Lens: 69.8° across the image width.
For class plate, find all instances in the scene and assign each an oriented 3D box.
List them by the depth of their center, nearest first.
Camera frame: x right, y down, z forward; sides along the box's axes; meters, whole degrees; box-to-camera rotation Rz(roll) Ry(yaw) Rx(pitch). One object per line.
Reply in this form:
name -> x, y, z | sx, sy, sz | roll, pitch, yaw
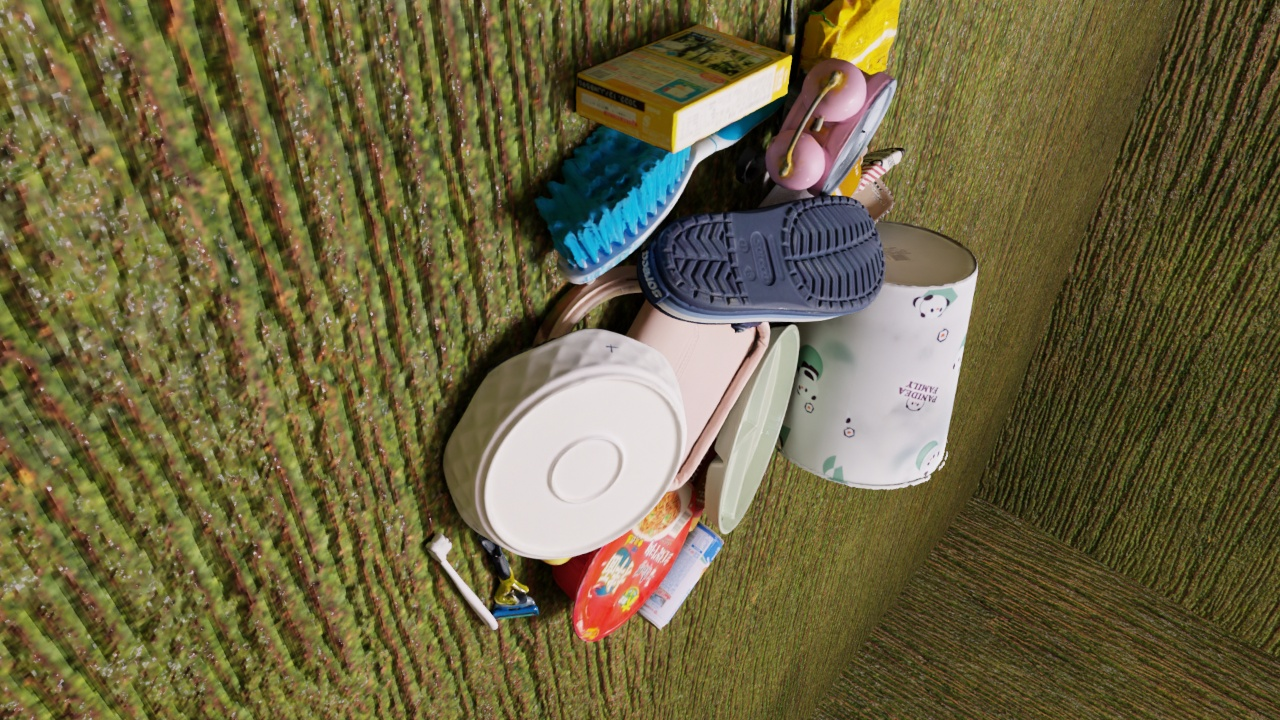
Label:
plate -> -0.050, 0.075, 0.722 | 0.204, 0.045, 0.205 | -16, 127, -22
plate -> 0.117, 0.070, 0.963 | 0.231, 0.027, 0.229 | 90, 26, -45

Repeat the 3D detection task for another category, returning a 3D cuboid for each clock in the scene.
clock -> 0.158, -0.199, 0.781 | 0.117, 0.060, 0.158 | -61, 168, 25

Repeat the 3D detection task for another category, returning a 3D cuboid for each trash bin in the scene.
trash bin -> 0.275, -0.017, 1.089 | 0.228, 0.230, 0.252 | -30, 134, -43

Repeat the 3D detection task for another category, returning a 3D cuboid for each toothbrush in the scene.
toothbrush -> -0.149, 0.195, 0.790 | 0.016, 0.016, 0.180 | -53, 151, -26
toothbrush -> 0.131, -0.275, 0.807 | 0.017, 0.012, 0.186 | -53, 154, -35

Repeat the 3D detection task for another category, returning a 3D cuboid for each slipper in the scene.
slipper -> 0.100, -0.073, 0.765 | 0.252, 0.095, 0.105 | -11, 83, -35

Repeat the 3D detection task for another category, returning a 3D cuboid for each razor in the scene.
razor -> -0.124, 0.188, 0.820 | 0.042, 0.022, 0.143 | -9, 136, 0

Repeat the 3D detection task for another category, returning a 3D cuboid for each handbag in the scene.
handbag -> -0.005, 0.005, 0.794 | 0.234, 0.093, 0.193 | 20, 99, -54

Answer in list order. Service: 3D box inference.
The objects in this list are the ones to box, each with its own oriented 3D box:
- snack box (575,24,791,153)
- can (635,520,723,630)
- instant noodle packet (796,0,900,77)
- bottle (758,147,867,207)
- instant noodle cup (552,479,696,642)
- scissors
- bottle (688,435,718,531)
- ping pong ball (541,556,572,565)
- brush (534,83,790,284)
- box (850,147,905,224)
snack box -> 0.032, -0.193, 0.640 | 0.140, 0.087, 0.034 | -38, 145, -36
can -> 0.044, 0.264, 1.136 | 0.134, 0.053, 0.053 | -52, 151, -15
instant noodle packet -> 0.192, -0.294, 0.857 | 0.128, 0.044, 0.111 | -40, 148, -30
bottle -> 0.164, -0.158, 0.895 | 0.189, 0.068, 0.068 | -52, 152, -28
instant noodle cup -> -0.024, 0.187, 0.937 | 0.193, 0.066, 0.194 | -38, 146, -33
scissors -> 0.121, -0.184, 0.838 | 0.159, 0.014, 0.181 | -43, 160, -42
bottle -> 0.070, 0.101, 1.017 | 0.057, 0.057, 0.175 | 7, 110, -60
ping pong ball -> -0.079, 0.170, 0.854 | 0.040, 0.040, 0.040 | -40, 146, -34
brush -> 0.034, -0.168, 0.713 | 0.313, 0.060, 0.110 | -49, 156, -25
box -> 0.239, -0.175, 1.014 | 0.162, 0.076, 0.087 | -41, 119, -38
